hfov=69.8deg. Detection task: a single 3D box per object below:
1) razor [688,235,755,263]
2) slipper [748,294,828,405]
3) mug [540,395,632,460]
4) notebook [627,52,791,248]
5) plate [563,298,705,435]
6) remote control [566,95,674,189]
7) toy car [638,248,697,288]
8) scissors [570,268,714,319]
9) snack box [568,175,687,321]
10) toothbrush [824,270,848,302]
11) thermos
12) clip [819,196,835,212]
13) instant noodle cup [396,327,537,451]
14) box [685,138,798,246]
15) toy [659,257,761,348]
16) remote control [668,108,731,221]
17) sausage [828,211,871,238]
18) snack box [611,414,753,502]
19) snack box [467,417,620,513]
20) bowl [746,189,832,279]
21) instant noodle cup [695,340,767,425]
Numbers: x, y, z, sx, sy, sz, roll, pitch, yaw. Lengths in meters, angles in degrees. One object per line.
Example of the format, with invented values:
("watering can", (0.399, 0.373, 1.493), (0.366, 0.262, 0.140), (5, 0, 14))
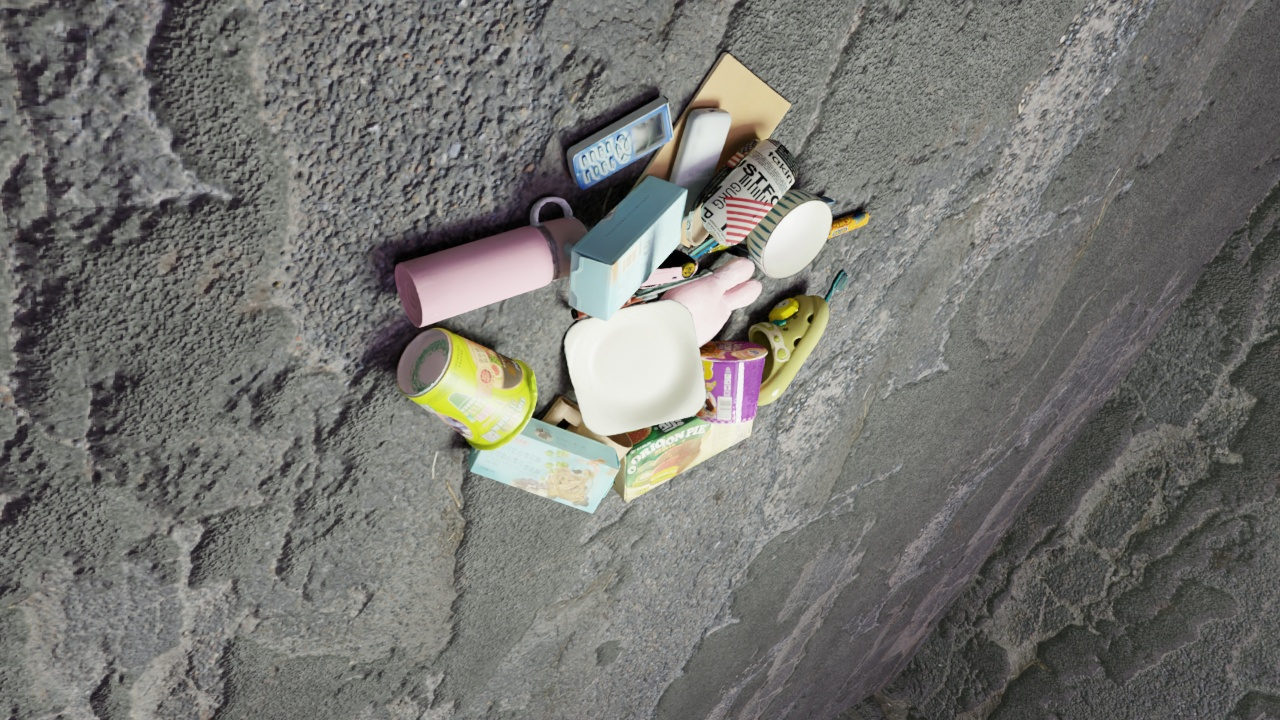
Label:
("razor", (0.116, -0.143, 1.179), (0.043, 0.022, 0.142), (-32, 158, 34))
("slipper", (0.198, -0.026, 1.314), (0.081, 0.092, 0.190), (37, 73, -18))
("mug", (-0.089, 0.115, 1.211), (0.124, 0.084, 0.104), (33, 104, -30))
("notebook", (0.076, -0.234, 1.055), (0.147, 0.008, 0.208), (16, 115, -51))
("plate", (-0.007, 0.007, 1.150), (0.164, 0.034, 0.164), (-13, 113, -3))
("remote control", (-0.020, -0.226, 0.952), (0.124, 0.024, 0.049), (-32, 144, -14))
("toy car", (0.013, -0.108, 1.083), (0.122, 0.056, 0.037), (-11, 130, -38))
("scissors", (0.011, -0.075, 1.019), (0.209, 0.015, 0.185), (-14, -179, 14))
("snack box", (-0.012, -0.122, 0.974), (0.174, 0.052, 0.074), (-50, 157, -42))
("toothbrush", (0.273, -0.057, 1.429), (0.016, 0.018, 0.192), (-2, 128, -44))
("thermos", (-0.146, -0.104, 0.929), (0.198, 0.067, 0.087), (-23, 111, -26))
("clip", (0.232, -0.207, 1.225), (0.058, 0.026, 0.038), (-13, 125, -25))
("instant noodle cup", (-0.191, 0.025, 0.986), (0.112, 0.111, 0.123), (-47, 138, 6))
("box", (0.106, -0.191, 1.052), (0.076, 0.087, 0.162), (47, 63, -15))
("toy", (0.084, -0.070, 1.192), (0.159, 0.054, 0.121), (-33, 144, -2))
("remote control", (0.061, -0.217, 1.030), (0.055, 0.020, 0.136), (-14, 136, -36))
("sausage", (0.263, -0.181, 1.283), (0.164, 0.021, 0.021), (-22, 140, -28))
("snack box", (0.061, 0.106, 1.352), (0.239, 0.063, 0.115), (-25, 141, -24))
("snack box", (-0.119, 0.122, 1.134), (0.174, 0.051, 0.074), (22, 115, -19))
("bowl", (0.181, -0.170, 1.175), (0.116, 0.066, 0.117), (-26, 141, -23))
("instant noodle cup", (0.118, 0.031, 1.261), (0.111, 0.112, 0.099), (-13, 110, -36))
